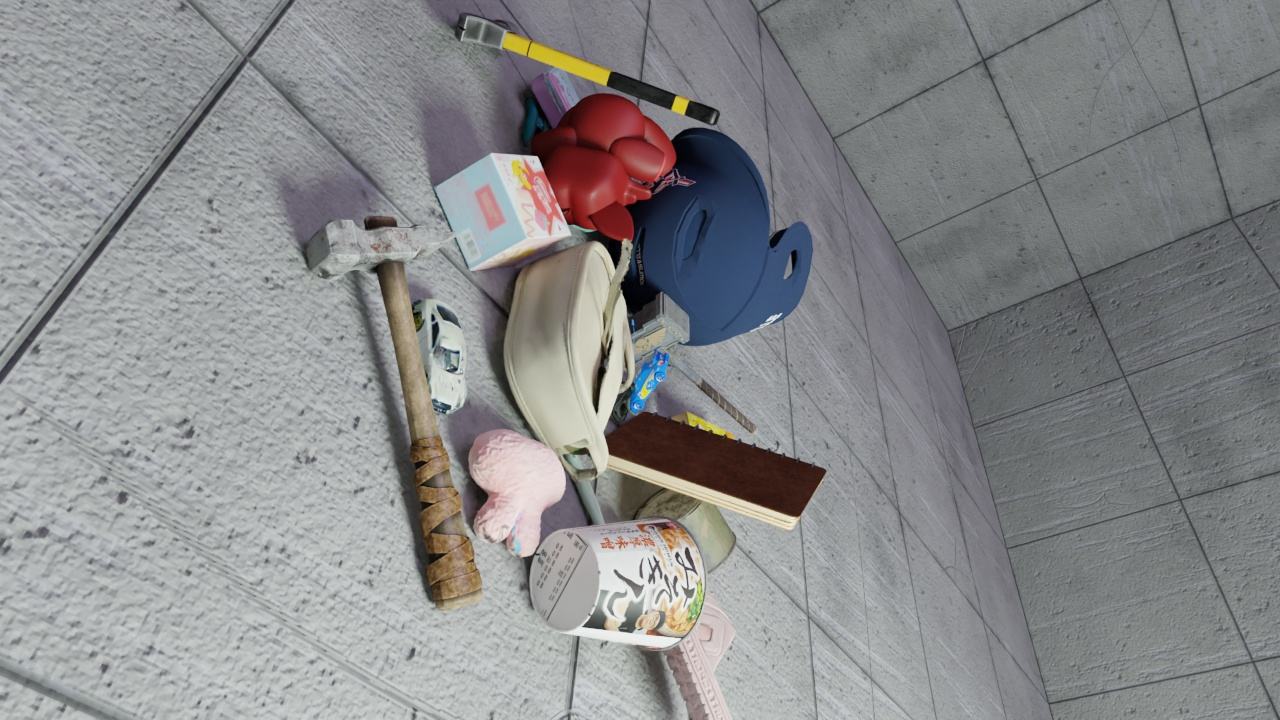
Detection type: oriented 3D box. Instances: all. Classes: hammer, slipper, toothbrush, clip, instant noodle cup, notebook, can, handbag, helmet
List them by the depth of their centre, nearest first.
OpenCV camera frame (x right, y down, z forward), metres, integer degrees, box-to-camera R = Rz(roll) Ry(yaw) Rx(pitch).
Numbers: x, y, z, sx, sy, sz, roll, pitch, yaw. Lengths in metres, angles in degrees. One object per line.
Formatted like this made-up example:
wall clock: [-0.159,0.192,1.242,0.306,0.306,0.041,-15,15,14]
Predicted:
hammer: [-0.174,0.035,0.725,0.121,0.049,0.318,-5,77,-44]
instant noodle cup: [-0.025,0.197,0.818,0.121,0.124,0.123,16,54,-47]
slipper: [0.059,0.274,0.890,0.094,0.064,0.239,107,-36,-64]
toothbrush: [-0.043,0.160,0.920,0.022,0.015,0.154,-18,83,-36]
handbag: [-0.044,-0.014,0.935,0.228,0.132,0.184,-67,137,-60]
can: [0.048,0.184,0.987,0.074,0.090,0.089,58,26,-16]
notebook: [0.079,0.113,0.996,0.167,0.226,0.024,-28,132,-65]
hammer: [-0.062,-0.333,1.050,0.324,0.034,0.169,22,19,7]
clip: [-0.010,0.045,1.070,0.023,0.044,0.075,57,28,-15]
hammer: [0.088,0.039,1.152,0.322,0.099,0.044,40,35,-35]
helmet: [0.067,-0.152,1.152,0.222,0.233,0.272,-8,102,-35]

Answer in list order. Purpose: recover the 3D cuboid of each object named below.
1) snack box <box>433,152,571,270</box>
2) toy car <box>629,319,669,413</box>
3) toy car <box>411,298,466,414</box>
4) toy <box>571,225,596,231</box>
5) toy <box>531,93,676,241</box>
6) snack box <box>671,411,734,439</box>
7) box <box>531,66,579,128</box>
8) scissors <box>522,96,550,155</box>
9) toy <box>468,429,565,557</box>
snack box: [-0.137,-0.151,0.931,0.093,0.080,0.094,67,25,1]
toy car: [-0.006,0.006,0.970,0.062,0.092,0.033,30,28,-10]
toy car: [-0.172,-0.006,0.796,0.048,0.033,0.105,29,45,-54]
toy: [-0.082,-0.196,1.134,0.105,0.033,0.085,36,35,-36]
toy: [-0.055,-0.211,1.040,0.121,0.158,0.196,91,15,-54]
snack box: [0.081,0.127,1.158,0.125,0.040,0.088,29,44,-52]
box: [-0.072,-0.277,1.195,0.214,0.033,0.076,62,21,-21]
scissors: [-0.126,-0.297,1.154,0.138,0.019,0.136,65,23,0]
toy: [-0.109,0.114,0.796,0.108,0.053,0.105,39,47,-44]
